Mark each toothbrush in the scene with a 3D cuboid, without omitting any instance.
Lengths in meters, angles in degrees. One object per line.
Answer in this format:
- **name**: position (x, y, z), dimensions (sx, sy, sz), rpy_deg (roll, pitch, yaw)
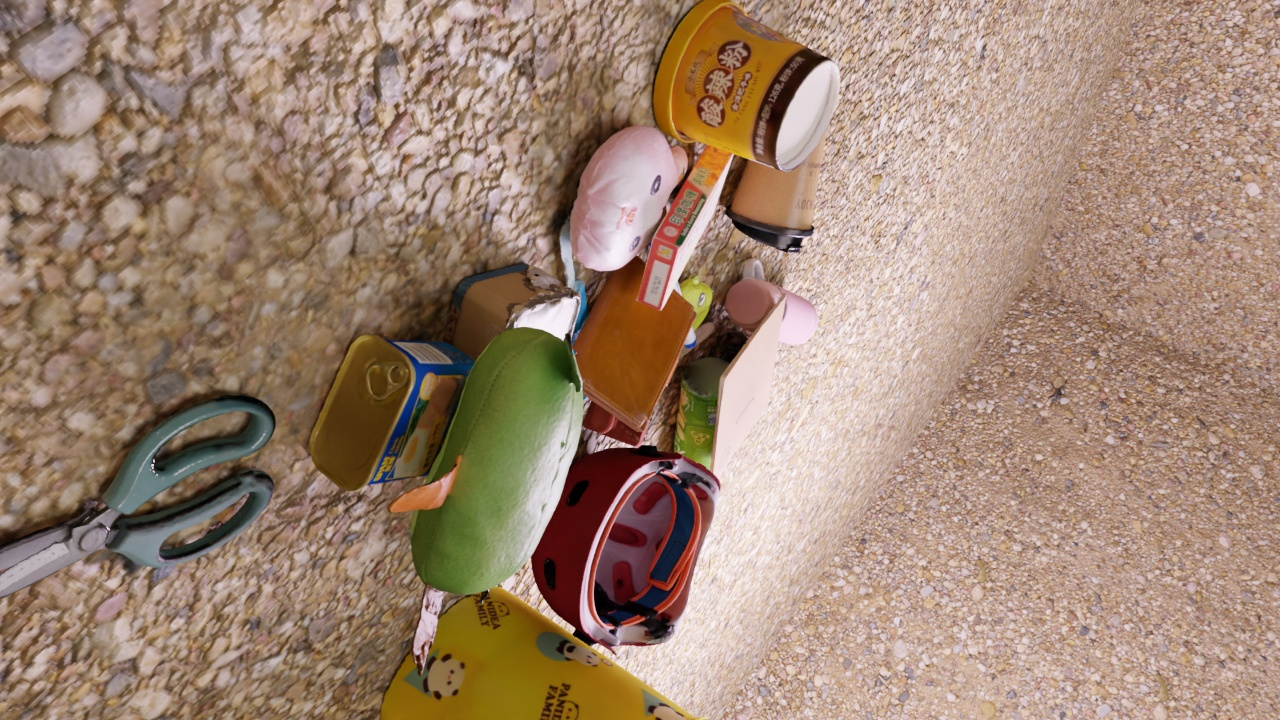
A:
- **toothbrush**: position (0.027, 0.007, 1.014), dimensions (0.179, 0.016, 0.016), rpy_deg (-41, 158, -33)

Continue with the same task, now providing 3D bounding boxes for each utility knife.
- **utility knife**: position (-0.057, -0.038, 0.797), dimensions (0.034, 0.018, 0.218), rpy_deg (-57, 159, -35)

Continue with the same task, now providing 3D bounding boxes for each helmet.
- **helmet**: position (-0.037, 0.179, 0.940), dimensions (0.239, 0.144, 0.207), rpy_deg (25, 81, -57)

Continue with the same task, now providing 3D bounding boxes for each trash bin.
- **trash bin**: position (-0.100, 0.371, 0.902), dimensions (0.229, 0.255, 0.230), rpy_deg (-43, 151, -30)

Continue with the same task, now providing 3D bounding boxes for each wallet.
- **wallet**: position (-0.001, -0.012, 0.822), dimensions (0.119, 0.035, 0.130), rpy_deg (40, 67, -35)

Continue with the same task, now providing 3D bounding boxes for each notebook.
- **notebook**: position (0.123, 0.038, 1.069), dimensions (0.147, 0.008, 0.208), rpy_deg (-50, 156, -33)

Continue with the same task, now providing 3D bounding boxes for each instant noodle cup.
- **instant noodle cup**: position (0.090, -0.218, 0.749), dimensions (0.118, 0.114, 0.119), rpy_deg (-43, 152, -30)

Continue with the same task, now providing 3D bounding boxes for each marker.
- **marker**: position (0.033, -0.065, 0.899), dimensions (0.016, 0.017, 0.146), rpy_deg (-47, 140, -24)

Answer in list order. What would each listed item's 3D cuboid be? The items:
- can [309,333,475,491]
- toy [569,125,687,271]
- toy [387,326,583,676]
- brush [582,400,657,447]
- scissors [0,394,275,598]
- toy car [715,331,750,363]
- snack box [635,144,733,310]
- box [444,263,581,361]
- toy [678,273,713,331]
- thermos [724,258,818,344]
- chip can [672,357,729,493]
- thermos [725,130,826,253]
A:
- **can**: position (-0.166, 0.035, 0.630), dimensions (0.102, 0.057, 0.083), rpy_deg (-63, 158, 11)
- **toy**: position (-0.004, -0.134, 0.751), dimensions (0.159, 0.054, 0.121), rpy_deg (-30, 144, -60)
- **toy**: position (-0.102, 0.084, 0.640), dimensions (0.247, 0.090, 0.226), rpy_deg (-68, 166, 13)
- **brush**: position (-0.005, 0.005, 0.877), dimensions (0.069, 0.063, 0.145), rpy_deg (28, 82, -66)
- **scissors**: position (-0.283, 0.095, 0.522), dimensions (0.179, 0.019, 0.144), rpy_deg (-39, 150, -40)
- **toy car**: position (0.133, 0.001, 1.175), dimensions (0.070, 0.042, 0.158), rpy_deg (-62, 155, 8)
- **snack box**: position (0.041, -0.122, 0.807), dimensions (0.077, 0.027, 0.155), rpy_deg (107, 8, -49)
- **box**: position (-0.110, 0.019, 0.716), dimensions (0.089, 0.061, 0.185), rpy_deg (-21, 138, -53)
- **toy**: position (0.039, -0.041, 0.961), dimensions (0.100, 0.031, 0.097), rpy_deg (-42, 151, -23)
- **thermos**: position (0.163, -0.070, 1.135), dimensions (0.198, 0.067, 0.087), rpy_deg (11, 77, -63)
- **chip can**: position (0.077, 0.091, 1.139), dimensions (0.072, 0.072, 0.222), rpy_deg (-41, 150, -35)
- **thermos**: position (0.144, -0.189, 0.926), dimensions (0.092, 0.093, 0.143), rpy_deg (-18, 127, -55)
